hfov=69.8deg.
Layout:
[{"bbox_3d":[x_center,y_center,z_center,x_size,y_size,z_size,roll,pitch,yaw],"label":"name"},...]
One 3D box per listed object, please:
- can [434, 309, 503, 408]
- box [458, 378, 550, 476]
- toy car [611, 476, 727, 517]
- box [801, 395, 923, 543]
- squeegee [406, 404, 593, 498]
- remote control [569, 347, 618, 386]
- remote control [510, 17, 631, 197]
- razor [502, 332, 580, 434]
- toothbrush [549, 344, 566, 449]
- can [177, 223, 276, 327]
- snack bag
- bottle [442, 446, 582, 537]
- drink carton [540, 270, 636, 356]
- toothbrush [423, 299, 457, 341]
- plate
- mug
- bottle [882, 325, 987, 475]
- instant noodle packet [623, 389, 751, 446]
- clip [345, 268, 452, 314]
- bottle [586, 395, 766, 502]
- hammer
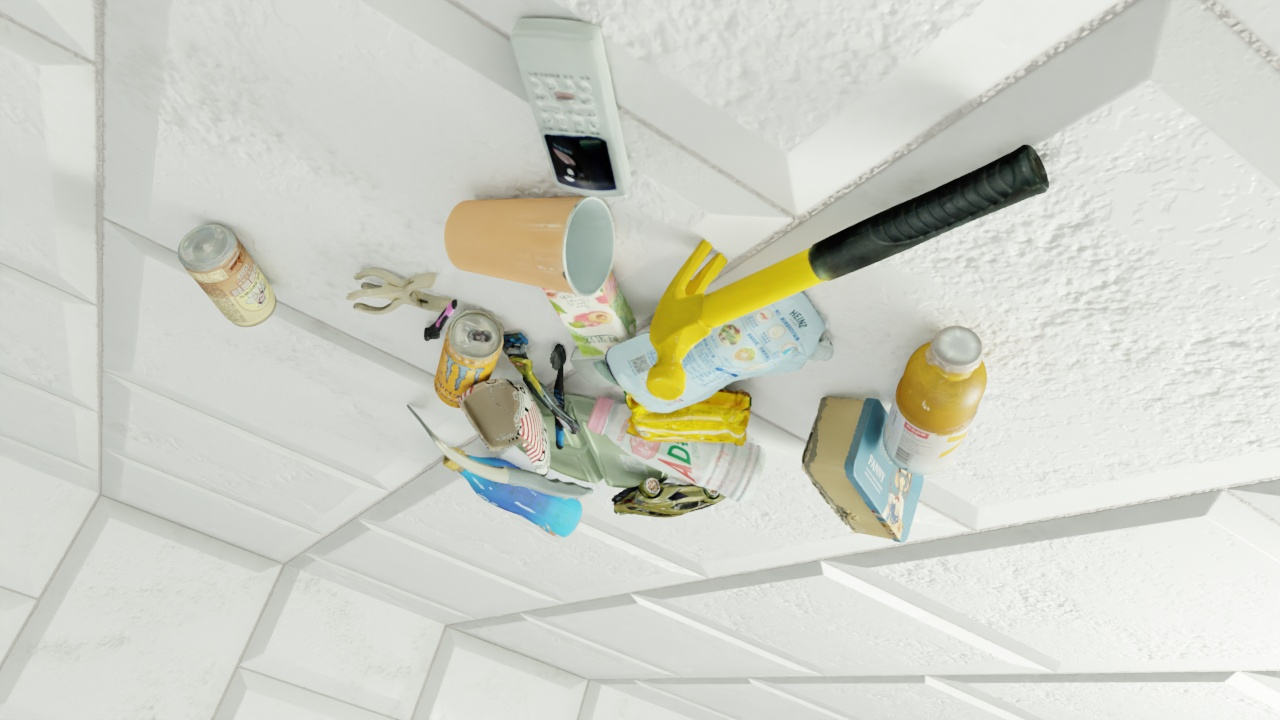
[{"bbox_3d":[-0.184,0.001,0.977,0.058,0.058,0.146,21,153,-8],"label":"can"},{"bbox_3d":[-0.147,0.076,1.014,0.086,0.075,0.162,-4,155,6],"label":"box"},{"bbox_3d":[0.040,0.173,1.147,0.158,0.042,0.070,3,159,-25],"label":"toy car"},{"bbox_3d":[0.220,0.106,0.905,0.063,0.089,0.184,5,152,36],"label":"box"},{"bbox_3d":[-0.172,0.135,1.146,0.246,0.039,0.247,25,176,-21],"label":"squeegee"},{"bbox_3d":[-0.005,0.005,0.924,0.135,0.019,0.056,-3,147,34],"label":"remote control"},{"bbox_3d":[-0.044,-0.166,0.626,0.058,0.021,0.150,10,151,15],"label":"remote control"},{"bbox_3d":[-0.107,0.030,0.982,0.043,0.022,0.143,-1,132,46],"label":"razor"},{"bbox_3d":[-0.091,0.047,1.017,0.014,0.016,0.190,20,141,11],"label":"toothbrush"},{"bbox_3d":[-0.427,-0.087,0.954,0.058,0.058,0.116,13,152,9],"label":"can"},{"bbox_3d":[0.071,-0.008,0.809,0.191,0.038,0.110,-21,128,28],"label":"snack bag"},{"bbox_3d":[-0.182,0.183,1.307,0.218,0.065,0.065,34,149,-28],"label":"bottle"},{"bbox_3d":[-0.044,-0.053,0.810,0.053,0.045,0.122,-6,149,15],"label":"drink carton"},{"bbox_3d":[-0.198,-0.039,0.919,0.017,0.014,0.189,-5,174,-22],"label":"toothbrush"},{"bbox_3d":[-0.065,0.106,1.137,0.230,0.027,0.231,14,153,7],"label":"plate"},{"bbox_3d":[-0.091,-0.096,0.733,0.123,0.078,0.078,9,152,27],"label":"mug"},{"bbox_3d":[0.250,0.035,0.778,0.068,0.067,0.190,11,152,12],"label":"bottle"},{"bbox_3d":[0.046,0.055,0.933,0.128,0.044,0.111,3,156,5],"label":"instant noodle packet"},{"bbox_3d":[-0.241,-0.068,0.912,0.100,0.034,0.072,5,150,14],"label":"clip"},{"bbox_3d":[0.038,0.092,1.015,0.197,0.068,0.068,22,153,0],"label":"bottle"},{"bbox_3d":[0.125,-0.069,0.635,0.302,0.128,0.033,-22,133,36],"label":"hammer"}]
